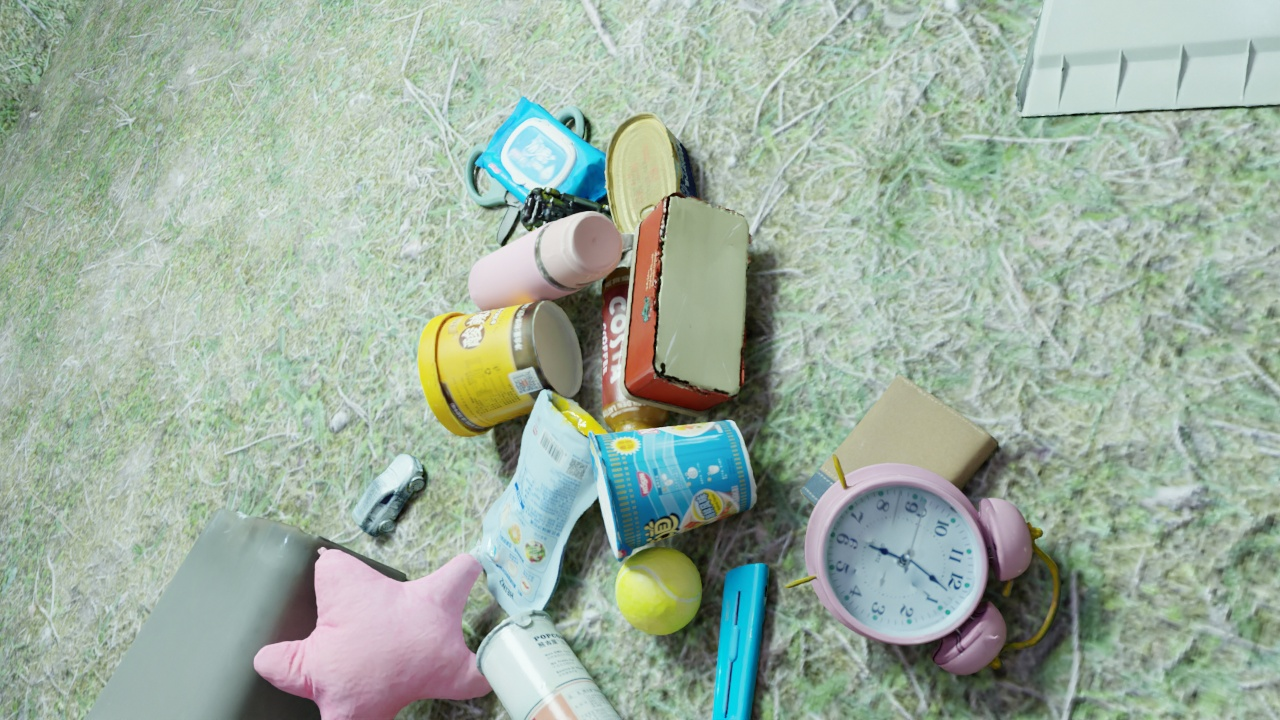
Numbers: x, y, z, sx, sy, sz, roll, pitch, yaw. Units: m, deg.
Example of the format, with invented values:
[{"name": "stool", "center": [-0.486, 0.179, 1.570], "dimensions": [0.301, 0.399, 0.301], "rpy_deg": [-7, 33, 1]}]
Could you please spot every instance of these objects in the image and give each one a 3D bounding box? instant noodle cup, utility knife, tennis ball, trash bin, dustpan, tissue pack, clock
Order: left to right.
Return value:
[{"name": "trash bin", "center": [-0.344, 0.268, 0.831], "dimensions": [0.199, 0.199, 0.219], "rpy_deg": [1, 63, 36]}, {"name": "instant noodle cup", "center": [-0.124, 0.003, 0.845], "dimensions": [0.115, 0.118, 0.118], "rpy_deg": [-13, 61, 22]}, {"name": "tissue pack", "center": [-0.099, -0.202, 0.942], "dimensions": [0.157, 0.052, 0.095], "rpy_deg": [42, 95, 24]}, {"name": "tennis ball", "center": [0.014, 0.174, 0.694], "dimensions": [0.066, 0.065, 0.065], "rpy_deg": [-16, 60, 29]}, {"name": "instant noodle cup", "center": [0.024, 0.090, 0.692], "dimensions": [0.110, 0.099, 0.099], "rpy_deg": [-12, 56, -9]}, {"name": "utility knife", "center": [0.068, 0.235, 0.658], "dimensions": [0.034, 0.018, 0.178], "rpy_deg": [-4, 68, 34]}, {"name": "clock", "center": [0.181, 0.130, 0.579], "dimensions": [0.158, 0.060, 0.117], "rpy_deg": [19, 88, 10]}, {"name": "dustpan", "center": [0.419, -0.311, 0.671], "dimensions": [0.223, 0.142, 0.258], "rpy_deg": [9, 103, 38]}]

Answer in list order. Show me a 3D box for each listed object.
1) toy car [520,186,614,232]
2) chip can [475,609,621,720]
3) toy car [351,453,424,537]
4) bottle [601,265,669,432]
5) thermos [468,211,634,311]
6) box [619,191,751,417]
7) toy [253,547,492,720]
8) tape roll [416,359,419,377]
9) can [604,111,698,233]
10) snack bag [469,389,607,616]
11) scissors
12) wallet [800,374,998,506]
[{"name": "toy car", "center": [-0.063, -0.133, 0.886], "dimensions": [0.032, 0.105, 0.048], "rpy_deg": [178, 107, -82]}, {"name": "chip can", "center": [-0.042, 0.284, 0.677], "dimensions": [0.071, 0.071, 0.215], "rpy_deg": [-51, 50, 4]}, {"name": "toy car", "center": [-0.255, 0.134, 0.926], "dimensions": [0.090, 0.034, 0.043], "rpy_deg": [-53, 46, 1]}, {"name": "bottle", "center": [-0.005, 0.005, 0.792], "dimensions": [0.058, 0.057, 0.174], "rpy_deg": [-17, 59, 28]}, {"name": "thermos", "center": [-0.083, -0.089, 0.852], "dimensions": [0.199, 0.087, 0.067], "rpy_deg": [-14, 90, 55]}, {"name": "box", "center": [0.044, -0.048, 0.750], "dimensions": [0.077, 0.091, 0.168], "rpy_deg": [-34, 46, 58]}, {"name": "toy", "center": [-0.213, 0.228, 0.767], "dimensions": [0.194, 0.075, 0.178], "rpy_deg": [-29, 85, -25]}, {"name": "tape roll", "center": [-0.201, -0.009, 0.967], "dimensions": [0.086, 0.014, 0.085], "rpy_deg": [-16, 60, 29]}, {"name": "can", "center": [0.011, -0.164, 0.866], "dimensions": [0.075, 0.049, 0.148], "rpy_deg": [-24, 57, 25]}, {"name": "snack bag", "center": [-0.089, 0.129, 0.786], "dimensions": [0.110, 0.038, 0.191], "rpy_deg": [35, 109, 33]}, {"name": "scissors", "center": [-0.138, -0.213, 1.015], "dimensions": [0.179, 0.019, 0.170], "rpy_deg": [27, 89, 38]}, {"name": "wallet", "center": [0.179, 0.077, 0.644], "dimensions": [0.090, 0.033, 0.115], "rpy_deg": [39, 93, 38]}]
